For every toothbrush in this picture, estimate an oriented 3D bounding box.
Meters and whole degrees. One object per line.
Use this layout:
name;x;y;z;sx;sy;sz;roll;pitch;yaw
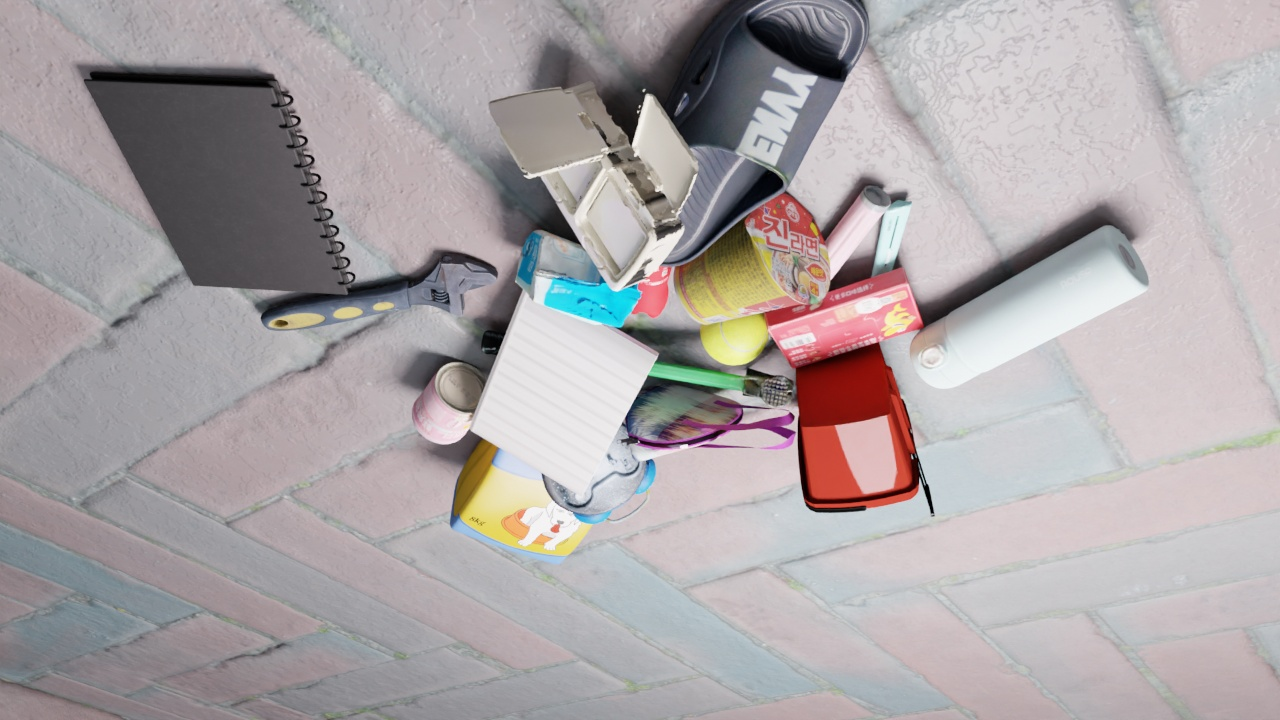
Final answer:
toothbrush;0.160;-0.076;0.847;0.026;0.027;0.223;-4;148;-26

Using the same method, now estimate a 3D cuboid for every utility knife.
utility knife;0.221;-0.087;0.836;0.022;0.015;0.159;-3;144;1

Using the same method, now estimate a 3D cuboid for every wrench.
wrench;-0.268;-0.060;0.927;0.274;0.022;0.073;-8;139;17

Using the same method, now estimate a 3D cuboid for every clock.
clock;-0.048;0.124;1.039;0.117;0.060;0.161;-33;115;-2

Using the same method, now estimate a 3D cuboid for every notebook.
notebook;-0.084;0.034;0.925;0.142;0.009;0.210;30;127;4
notebook;-0.364;-0.150;0.826;0.169;0.019;0.232;4;139;5

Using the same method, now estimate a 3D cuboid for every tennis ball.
tennis ball;0.090;-0.028;0.883;0.065;0.065;0.065;4;142;3

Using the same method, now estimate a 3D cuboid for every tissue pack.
tissue pack;-0.058;-0.072;0.805;0.093;0.144;0.062;19;96;-15

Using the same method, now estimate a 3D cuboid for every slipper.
slipper;0.063;-0.160;0.690;0.110;0.083;0.269;25;128;-19

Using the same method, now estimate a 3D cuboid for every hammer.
hammer;-0.006;0.005;0.931;0.319;0.032;0.130;9;-178;9

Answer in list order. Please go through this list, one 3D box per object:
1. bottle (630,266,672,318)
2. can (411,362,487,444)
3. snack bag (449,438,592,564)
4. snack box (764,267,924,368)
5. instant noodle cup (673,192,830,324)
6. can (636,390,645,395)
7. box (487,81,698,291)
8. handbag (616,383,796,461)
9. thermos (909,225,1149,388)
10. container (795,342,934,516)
bottle;0.009;-0.095;0.830;0.042;0.041;0.142;6;141;0
can;-0.211;0.048;1.020;0.067;0.067;0.076;24;138;-21
snack bag;-0.116;0.136;1.103;0.159;0.102;0.206;24;124;-21
snack box;0.193;-0.037;0.867;0.133;0.021;0.089;-19;147;17
instant noodle cup;0.093;-0.079;0.805;0.100;0.100;0.113;34;142;-30
can;0.028;0.065;1.035;0.080;0.031;0.032;33;134;-29
box;-0.042;-0.134;0.670;0.101;0.145;0.187;-30;169;-15
handbag;0.076;0.067;0.936;0.170;0.144;0.068;1;105;34
thermos;0.342;-0.041;0.831;0.077;0.065;0.207;-14;164;-48
container;0.227;0.092;0.950;0.127;0.147;0.201;-10;130;15
